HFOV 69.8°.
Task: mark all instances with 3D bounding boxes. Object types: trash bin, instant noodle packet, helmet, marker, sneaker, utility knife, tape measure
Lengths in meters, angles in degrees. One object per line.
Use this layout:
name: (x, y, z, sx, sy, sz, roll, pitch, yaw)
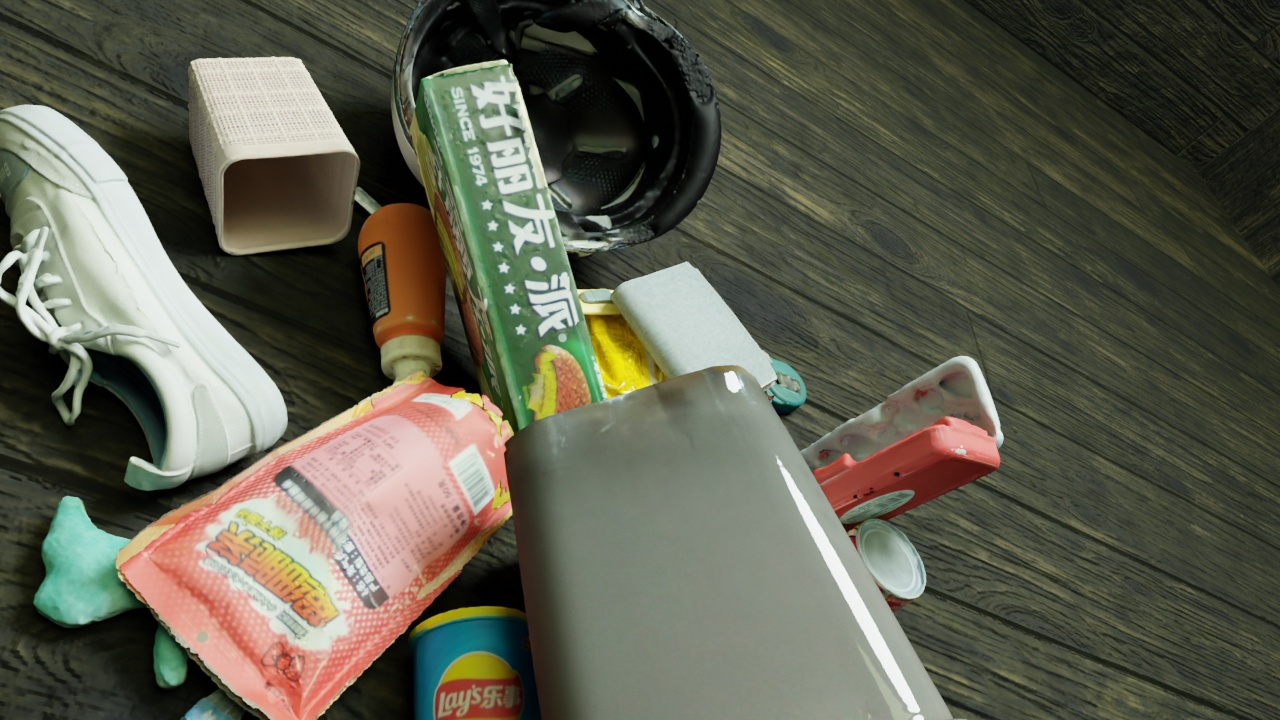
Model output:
trash bin: (0.029, 0.143, 0.502, 0.198, 0.199, 0.219, -18, 58, -5)
instant noodle packet: (-0.005, 0.004, 0.760, 0.110, 0.044, 0.128, 14, 42, -22)
helmet: (-0.085, -0.202, 0.780, 0.273, 0.157, 0.230, 6, 90, -30)
marker: (-0.233, -0.136, 0.724, 0.124, 0.015, 0.018, 41, 43, -6)
sneaker: (-0.307, -0.032, 0.510, 0.242, 0.090, 0.090, 52, 43, 3)
utility knife: (-0.026, -0.049, 0.758, 0.182, 0.019, 0.031, 0, 55, -42)
tape measure: (0.133, 0.023, 0.874, 0.054, 0.025, 0.058, 16, 46, -27)

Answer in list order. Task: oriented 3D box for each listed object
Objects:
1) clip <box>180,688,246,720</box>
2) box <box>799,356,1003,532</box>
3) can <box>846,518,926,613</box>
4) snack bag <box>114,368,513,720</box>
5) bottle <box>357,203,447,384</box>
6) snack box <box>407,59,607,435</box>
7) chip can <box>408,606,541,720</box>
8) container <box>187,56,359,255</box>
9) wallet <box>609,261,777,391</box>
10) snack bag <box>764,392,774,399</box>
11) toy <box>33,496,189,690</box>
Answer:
clip: (-0.202, 0.167, 0.461, 0.026, 0.037, 0.057, 39, 41, -1)
box: (0.171, 0.074, 0.713, 0.094, 0.202, 0.100, 15, 52, -34)
can: (0.161, 0.171, 0.702, 0.066, 0.094, 0.066, 23, 42, -22)
snack bag: (-0.157, 0.092, 0.508, 0.128, 0.073, 0.207, 50, 45, -2)
bottle: (-0.166, -0.040, 0.655, 0.066, 0.067, 0.149, 10, 56, -34)
snack box: (-0.091, -0.063, 0.615, 0.063, 0.115, 0.240, -16, 92, -18)
chip can: (-0.077, 0.235, 0.458, 0.071, 0.071, 0.210, 14, 46, -31)
container: (-0.262, -0.147, 0.642, 0.089, 0.090, 0.111, -14, 60, -33)
wallet: (0.045, -0.016, 0.758, 0.106, 0.037, 0.129, -23, 73, -45)
snack bag: (0.072, 0.025, 0.817, 0.105, 0.026, 0.045, -1, 23, -40)
toy: (-0.250, 0.115, 0.459, 0.091, 0.030, 0.096, 11, 51, -30)
